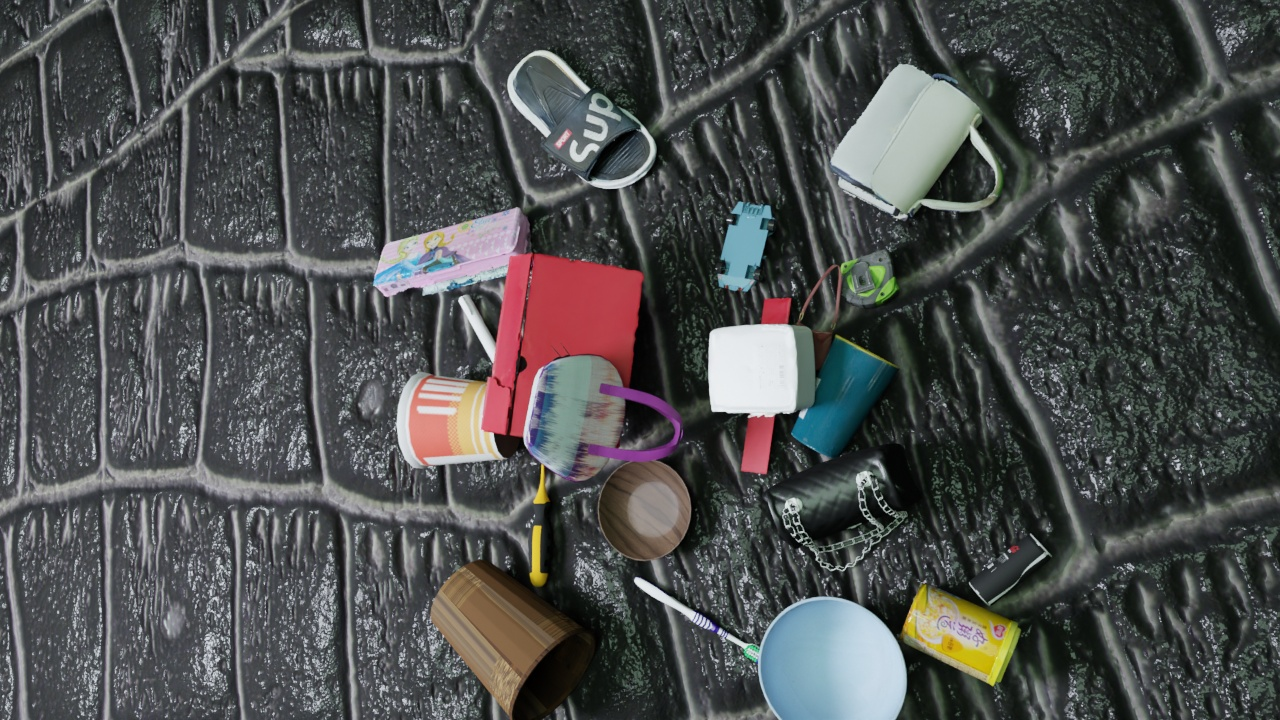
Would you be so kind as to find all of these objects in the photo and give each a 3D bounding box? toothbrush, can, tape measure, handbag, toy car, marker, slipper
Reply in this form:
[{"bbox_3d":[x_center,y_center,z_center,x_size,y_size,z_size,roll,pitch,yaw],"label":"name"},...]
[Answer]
[{"bbox_3d":[0.069,0.299,1.061,0.187,0.016,0.015,26,92,24],"label":"toothbrush"},{"bbox_3d":[0.376,0.213,0.934,0.080,0.031,0.031,-43,68,11],"label":"can"},{"bbox_3d":[0.256,-0.090,1.034,0.066,0.035,0.058,-20,75,19],"label":"tape measure"},{"bbox_3d":[0.213,0.158,0.962,0.154,0.125,0.114,-21,74,18],"label":"handbag"},{"bbox_3d":[-0.037,0.065,1.007,0.170,0.068,0.144,12,86,-11],"label":"handbag"},{"bbox_3d":[0.322,0.275,0.928,0.105,0.067,0.067,21,90,25],"label":"can"},{"bbox_3d":[0.317,-0.227,1.010,0.176,0.074,0.151,38,97,23],"label":"handbag"},{"bbox_3d":[0.128,-0.133,1.100,0.060,0.027,0.107,13,87,24],"label":"toy car"},{"bbox_3d":[-0.209,-0.033,1.232,0.017,0.020,0.133,-36,70,10],"label":"marker"},{"bbox_3d":[-0.125,0.184,1.157,0.031,0.031,0.196,-2,76,14],"label":"toothbrush"},{"bbox_3d":[-0.089,-0.321,1.208,0.111,0.063,0.264,-46,65,10],"label":"slipper"},{"bbox_3d":[0.201,-0.051,1.036,0.055,0.029,0.120,16,101,-6],"label":"handbag"}]

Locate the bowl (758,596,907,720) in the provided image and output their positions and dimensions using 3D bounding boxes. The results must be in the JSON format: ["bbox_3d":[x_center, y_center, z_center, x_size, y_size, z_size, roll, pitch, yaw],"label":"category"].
[{"bbox_3d":[0.207,0.322,0.965,0.151,0.074,0.150,-4,80,23],"label":"bowl"}]

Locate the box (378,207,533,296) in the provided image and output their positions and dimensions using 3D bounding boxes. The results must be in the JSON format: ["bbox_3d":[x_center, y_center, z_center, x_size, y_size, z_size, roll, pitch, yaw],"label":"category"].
[{"bbox_3d":[-0.252,-0.141,1.262,0.231,0.063,0.084,-11,52,22],"label":"box"}]

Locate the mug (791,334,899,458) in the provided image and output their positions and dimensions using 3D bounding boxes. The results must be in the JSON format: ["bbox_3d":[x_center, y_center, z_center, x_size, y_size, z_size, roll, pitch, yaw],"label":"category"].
[{"bbox_3d":[0.220,0.042,1.009,0.078,0.078,0.121,32,99,24],"label":"mug"}]

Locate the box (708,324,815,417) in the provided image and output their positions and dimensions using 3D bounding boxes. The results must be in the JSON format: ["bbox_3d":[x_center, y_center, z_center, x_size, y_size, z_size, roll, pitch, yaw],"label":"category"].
[{"bbox_3d":[0.146,0.012,1.015,0.108,0.101,0.102,-2,90,37],"label":"box"}]

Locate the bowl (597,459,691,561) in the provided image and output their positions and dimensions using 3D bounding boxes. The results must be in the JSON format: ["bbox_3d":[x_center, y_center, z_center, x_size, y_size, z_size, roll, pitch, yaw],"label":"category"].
[{"bbox_3d":[0.010,0.178,1.097,0.119,0.032,0.119,-4,80,23],"label":"bowl"}]

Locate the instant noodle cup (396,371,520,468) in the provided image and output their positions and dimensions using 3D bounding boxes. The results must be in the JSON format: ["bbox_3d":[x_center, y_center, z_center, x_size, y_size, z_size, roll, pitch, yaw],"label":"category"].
[{"bbox_3d":[-0.225,0.077,1.173,0.121,0.123,0.123,0,81,15],"label":"instant noodle cup"}]

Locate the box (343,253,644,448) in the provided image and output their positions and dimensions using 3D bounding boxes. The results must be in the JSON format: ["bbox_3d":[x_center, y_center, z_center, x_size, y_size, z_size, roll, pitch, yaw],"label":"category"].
[{"bbox_3d":[-0.199,-0.019,1.127,0.426,0.127,0.212,5,85,25],"label":"box"}]

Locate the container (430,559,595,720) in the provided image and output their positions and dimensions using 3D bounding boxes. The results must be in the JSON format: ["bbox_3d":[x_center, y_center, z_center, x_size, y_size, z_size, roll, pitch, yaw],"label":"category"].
[{"bbox_3d":[-0.159,0.328,1.098,0.167,0.132,0.132,32,94,30],"label":"container"}]
